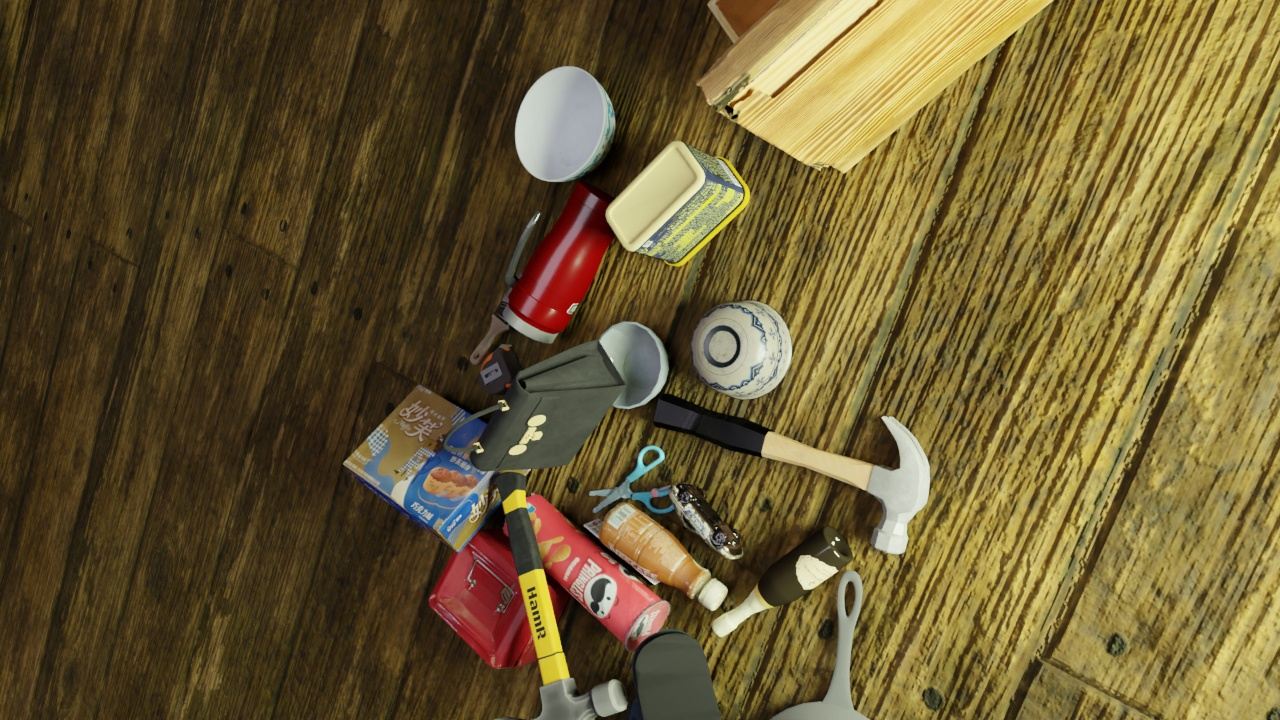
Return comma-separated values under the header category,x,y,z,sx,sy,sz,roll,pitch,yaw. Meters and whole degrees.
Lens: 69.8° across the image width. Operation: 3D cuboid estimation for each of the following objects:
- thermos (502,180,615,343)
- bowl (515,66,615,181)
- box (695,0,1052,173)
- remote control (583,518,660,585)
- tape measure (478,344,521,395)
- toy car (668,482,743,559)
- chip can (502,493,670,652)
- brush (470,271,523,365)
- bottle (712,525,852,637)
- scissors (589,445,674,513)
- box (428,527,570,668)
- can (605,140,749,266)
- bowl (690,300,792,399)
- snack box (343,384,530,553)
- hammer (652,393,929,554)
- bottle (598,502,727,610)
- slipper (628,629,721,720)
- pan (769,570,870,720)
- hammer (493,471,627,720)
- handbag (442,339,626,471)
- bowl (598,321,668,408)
category,x,y,z,sx,sy,sz,roll,pitch,yaw
thermos,-0.106,-0.130,1.168,0.108,0.083,0.199,31,105,-5
bowl,-0.082,-0.293,1.175,0.144,0.074,0.144,-2,86,34
box,0.192,-0.355,0.842,0.280,0.335,0.286,-39,69,24
remote control,-0.019,0.237,1.130,0.124,0.028,0.012,34,119,31
tape measure,-0.195,0.018,1.256,0.059,0.038,0.058,-35,69,28
toy car,0.073,0.187,1.056,0.041,0.048,0.113,-50,62,17
chip can,-0.072,0.257,1.139,0.233,0.073,0.073,35,106,32
brush,-0.189,-0.056,1.259,0.039,0.012,0.151,38,98,32
bottle,0.148,0.249,1.003,0.185,0.045,0.045,-43,65,25
scissors,-0.015,0.147,1.141,0.143,0.015,0.095,-7,84,30
box,-0.183,0.310,1.207,0.158,0.097,0.130,33,101,35
can,0.042,-0.181,1.066,0.135,0.104,0.075,-42,66,25
bowl,0.107,-0.014,1.039,0.116,0.059,0.115,-2,86,34
snack box,-0.273,0.141,1.239,0.203,0.069,0.154,26,64,33
hammer,0.155,0.097,1.014,0.329,0.039,0.131,16,95,34
bottle,0.028,0.233,1.080,0.167,0.059,0.059,32,105,27
slipper,0.043,0.430,1.051,0.109,0.083,0.265,-10,94,-10
pan,0.201,0.399,0.961,0.217,0.024,0.354,5,87,28
hammer,-0.129,0.287,1.106,0.170,0.034,0.324,-27,65,23
handbag,-0.146,0.070,1.095,0.072,0.195,0.176,58,136,23
bowl,-0.007,0.007,1.127,0.106,0.039,0.106,-2,86,34
